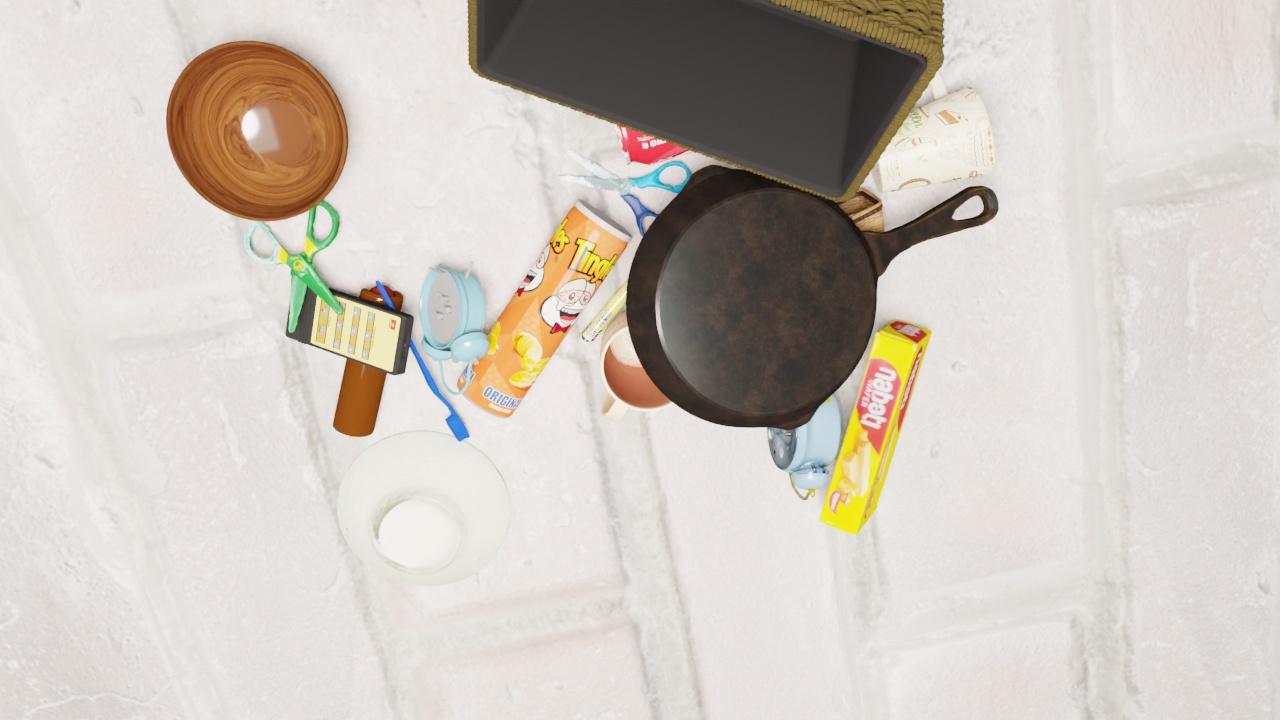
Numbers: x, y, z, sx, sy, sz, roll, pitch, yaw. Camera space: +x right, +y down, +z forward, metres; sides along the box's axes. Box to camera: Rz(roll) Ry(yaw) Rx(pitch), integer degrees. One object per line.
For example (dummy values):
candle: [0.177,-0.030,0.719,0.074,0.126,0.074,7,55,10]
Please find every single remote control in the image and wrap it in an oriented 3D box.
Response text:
remote control: [-0.271,-0.032,0.850,0.133,0.013,0.058,17,104,21]

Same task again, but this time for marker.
marker: [-0.013,-0.067,0.889,0.014,0.014,0.132,39,101,-14]

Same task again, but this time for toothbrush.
toothbrush: [-0.210,0.005,0.878,0.011,0.016,0.187,-37,122,-22]

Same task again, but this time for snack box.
snack box: [0.232,0.064,0.903,0.042,0.092,0.201,20,107,23]

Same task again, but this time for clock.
clock: [0.160,0.077,0.908,0.051,0.088,0.124,0,105,-11]
clock: [-0.176,-0.029,0.854,0.041,0.087,0.123,-4,95,-42]

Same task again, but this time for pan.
pan: [0.162,-0.075,0.800,0.356,0.043,0.249,-23,101,-7]

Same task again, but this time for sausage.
sausage: [-0.262,0.002,0.881,0.040,0.040,0.156,14,105,-8]

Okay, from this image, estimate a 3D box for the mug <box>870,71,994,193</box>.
mug: [0.255,-0.215,0.840,0.097,0.081,0.122,-16,87,8]

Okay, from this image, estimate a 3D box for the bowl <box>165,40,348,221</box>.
bowl: [-0.323,-0.199,0.798,0.147,0.068,0.147,-1,106,-3]

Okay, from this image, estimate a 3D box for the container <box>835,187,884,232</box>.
container: [0.177,-0.108,0.868,0.114,0.063,0.061,-26,114,4]

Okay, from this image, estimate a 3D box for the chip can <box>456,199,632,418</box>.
chip can: [-0.092,-0.047,0.865,0.062,0.062,0.210,33,102,-13]

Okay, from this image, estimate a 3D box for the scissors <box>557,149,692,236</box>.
scissors: [-0.020,-0.151,0.859,0.135,0.015,0.086,8,98,-6]

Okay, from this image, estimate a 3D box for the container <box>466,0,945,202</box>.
container: [0.057,-0.295,0.694,0.321,0.177,0.204,19,65,-1]

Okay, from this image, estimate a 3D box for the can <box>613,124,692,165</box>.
can: [0.047,-0.225,0.813,0.142,0.074,0.074,-17,107,1]

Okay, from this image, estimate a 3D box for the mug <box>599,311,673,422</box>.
mug: [-0.005,0.005,0.865,0.085,0.104,0.111,27,104,-11]

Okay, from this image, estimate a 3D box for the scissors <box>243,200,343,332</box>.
scissors: [-0.320,-0.087,0.842,0.119,0.012,0.128,7,84,6]

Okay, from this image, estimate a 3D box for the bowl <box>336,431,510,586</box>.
bowl: [-0.221,0.163,0.923,0.176,0.057,0.177,-1,107,-4]
